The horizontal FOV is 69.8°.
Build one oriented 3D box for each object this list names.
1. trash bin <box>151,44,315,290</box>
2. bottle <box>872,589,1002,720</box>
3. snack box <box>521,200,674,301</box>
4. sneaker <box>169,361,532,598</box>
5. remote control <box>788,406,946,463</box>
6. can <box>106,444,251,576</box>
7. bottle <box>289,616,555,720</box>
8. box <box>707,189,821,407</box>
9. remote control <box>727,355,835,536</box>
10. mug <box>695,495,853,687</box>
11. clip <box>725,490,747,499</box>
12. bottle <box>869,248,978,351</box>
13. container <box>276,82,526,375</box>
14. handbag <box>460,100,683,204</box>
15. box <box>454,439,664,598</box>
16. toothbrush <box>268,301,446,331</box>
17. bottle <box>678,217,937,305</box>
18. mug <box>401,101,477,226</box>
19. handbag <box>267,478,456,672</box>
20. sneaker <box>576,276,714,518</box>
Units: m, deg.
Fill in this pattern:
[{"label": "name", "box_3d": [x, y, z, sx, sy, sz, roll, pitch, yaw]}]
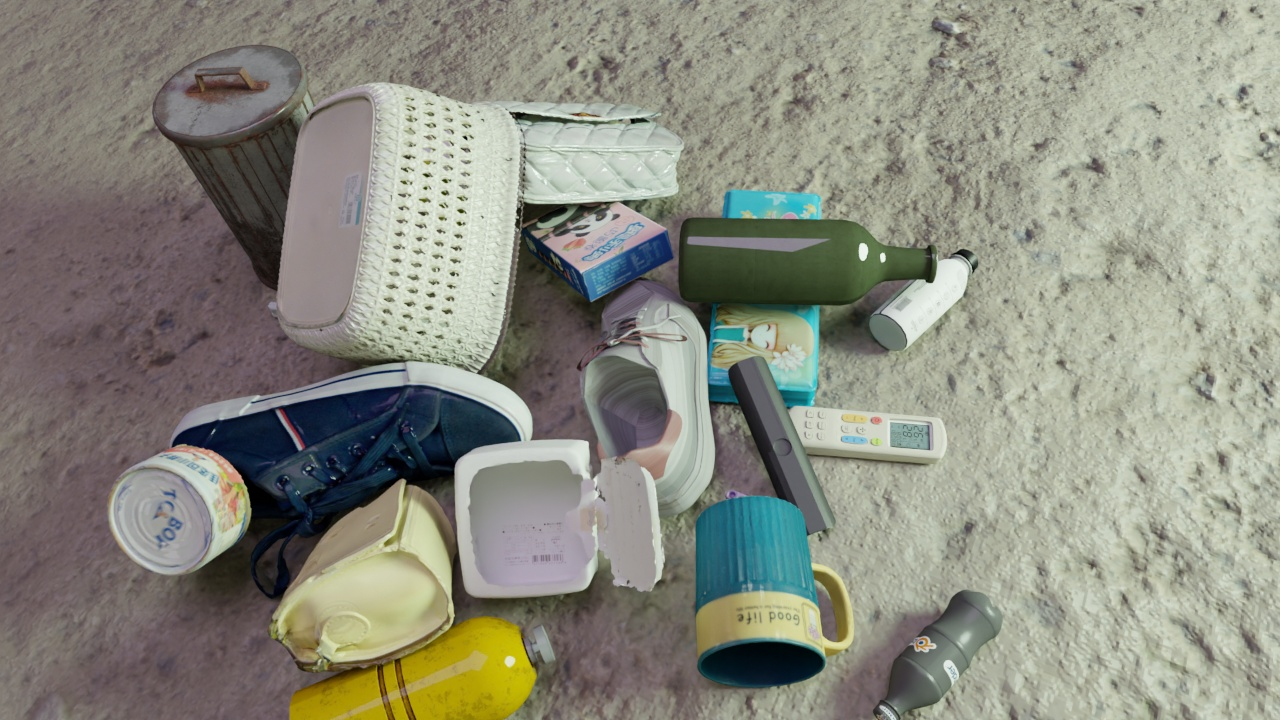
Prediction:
[{"label": "trash bin", "box_3d": [-0.342, -0.177, 0.848, 0.131, 0.211, 0.130, -3, 52, 4]}, {"label": "bottle", "box_3d": [0.194, 0.198, 0.606, 0.109, 0.036, 0.036, -38, 58, -21]}, {"label": "snack box", "box_3d": [-0.043, -0.110, 0.840, 0.088, 0.033, 0.154, -28, 33, -14]}, {"label": "sneaker", "box_3d": [-0.228, 0.089, 0.701, 0.294, 0.121, 0.127, -9, 40, 4]}, {"label": "remote control", "box_3d": [0.177, 0.059, 0.727, 0.126, 0.018, 0.038, 4, 54, 9]}, {"label": "can", "box_3d": [-0.328, 0.107, 0.654, 0.086, 0.086, 0.043, 2, 13, 9]}, {"label": "bottle", "box_3d": [-0.138, 0.220, 0.608, 0.163, 0.071, 0.071, -21, 53, -7]}, {"label": "box", "box_3d": [0.112, -0.061, 0.816, 0.094, 0.039, 0.226, 3, 55, 8]}, {"label": "remote control", "box_3d": [0.108, 0.065, 0.710, 0.033, 0.015, 0.146, -20, 69, -1]}, {"label": "mug", "box_3d": [0.092, 0.161, 0.629, 0.113, 0.083, 0.107, 15, 47, -18]}, {"label": "clip", "box_3d": [0.087, 0.115, 0.695, 0.051, 0.033, 0.013, 20, 55, 29]}, {"label": "bottle", "box_3d": [0.249, -0.057, 0.792, 0.115, 0.041, 0.041, -39, 58, -21]}, {"label": "container", "box_3d": [-0.196, -0.104, 0.752, 0.185, 0.143, 0.251, 1, 83, 40]}, {"label": "handbag", "box_3d": [-0.061, -0.208, 0.878, 0.194, 0.073, 0.139, -10, 35, -34]}, {"label": "box", "box_3d": [-0.048, 0.111, 0.642, 0.189, 0.101, 0.111, -5, 92, 23]}, {"label": "toothbrush", "box_3d": [-0.261, -0.040, 0.856, 0.187, 0.017, 0.012, 6, 70, 11]}, {"label": "bottle", "box_3d": [0.136, -0.082, 0.759, 0.207, 0.071, 0.071, 2, 53, 6]}, {"label": "mug", "box_3d": [-0.176, -0.198, 0.926, 0.082, 0.083, 0.106, 23, 58, 22]}, {"label": "handbag", "box_3d": [-0.186, 0.150, 0.628, 0.111, 0.081, 0.119, -27, 14, -3]}, {"label": "sneaker", "box_3d": [-0.004, 0.005, 0.728, 0.099, 0.089, 0.235, -24, 47, 16]}]
